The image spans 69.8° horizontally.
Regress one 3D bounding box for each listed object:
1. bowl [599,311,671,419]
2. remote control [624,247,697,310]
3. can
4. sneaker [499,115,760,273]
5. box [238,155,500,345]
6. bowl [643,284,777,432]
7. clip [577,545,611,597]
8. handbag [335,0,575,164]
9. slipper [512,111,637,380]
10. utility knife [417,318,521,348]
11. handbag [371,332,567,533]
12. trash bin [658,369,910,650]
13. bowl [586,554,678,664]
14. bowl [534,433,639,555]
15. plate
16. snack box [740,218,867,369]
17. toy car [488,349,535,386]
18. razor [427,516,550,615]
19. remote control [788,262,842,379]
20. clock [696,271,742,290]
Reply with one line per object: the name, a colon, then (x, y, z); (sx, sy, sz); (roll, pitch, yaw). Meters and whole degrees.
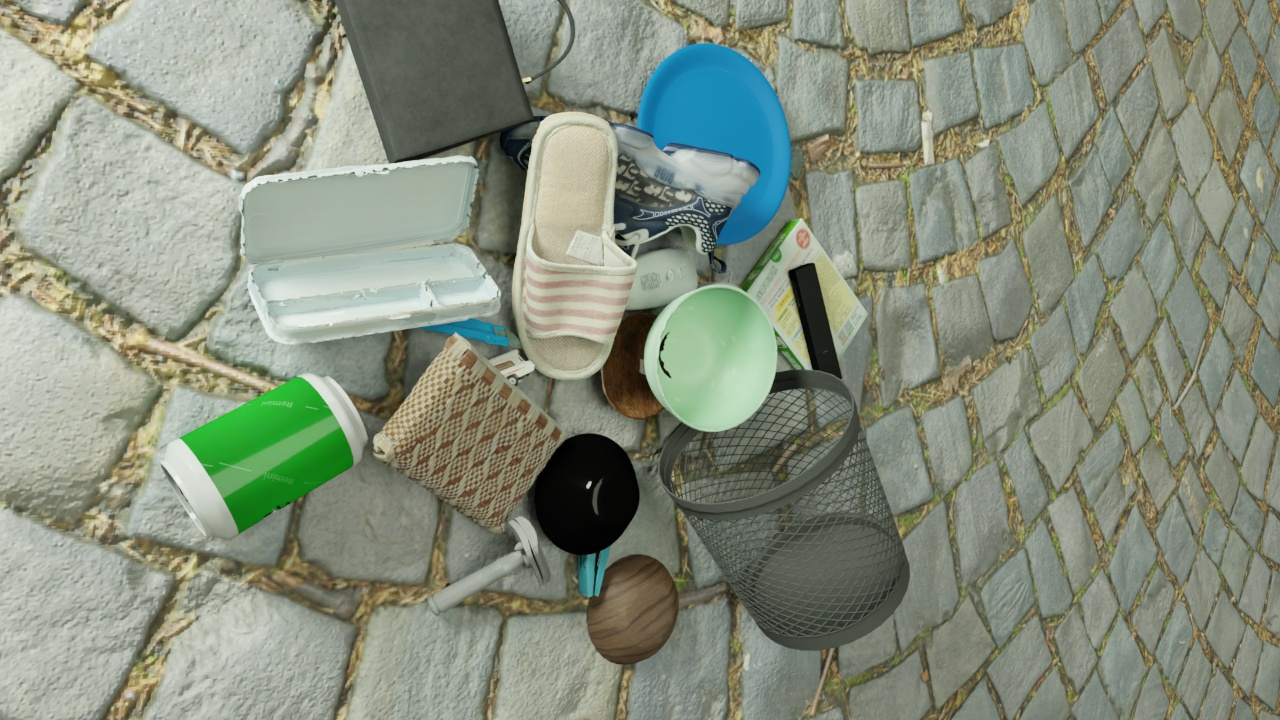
bowl: (-0.006, 0.006, 0.984); (0.102, 0.026, 0.114); (20, 79, -35)
remote control: (0.014, -0.087, 0.995); (0.114, 0.028, 0.060); (-23, 105, -36)
can: (-0.299, 0.075, 0.738); (0.139, 0.088, 0.088); (-33, 109, -31)
sneaker: (-0.015, -0.167, 0.929); (0.269, 0.103, 0.132); (9, 103, -22)
box: (-0.219, -0.088, 0.772); (0.210, 0.105, 0.129); (-17, 142, -31)
bowl: (0.063, -0.004, 0.963); (0.150, 0.077, 0.151); (-3, 96, -29)
clip: (-0.039, 0.173, 0.966); (0.120, 0.033, 0.122); (-32, 109, -35)
handbag: (-0.152, -0.286, 0.813); (0.195, 0.072, 0.176); (-19, 102, -16)
slipper: (-0.061, -0.099, 0.871); (0.115, 0.052, 0.263); (-2, 114, -14)
utility knife: (-0.209, -0.039, 0.838); (0.220, 0.031, 0.015); (10, 127, -32)
handbag: (-0.153, 0.071, 0.836); (0.124, 0.047, 0.186); (-54, 141, -12)
trash bin: (0.166, 0.166, 1.001); (0.217, 0.218, 0.227); (-42, 117, -28)
bowl: (0.001, 0.272, 0.990); (0.119, 0.032, 0.119); (-1, 91, -36)
bowl: (-0.039, 0.136, 0.918); (0.123, 0.053, 0.124); (1, 88, -35)
plate: (0.083, -0.243, 1.044); (0.224, 0.024, 0.224); (-1, 91, -35)
snack box: (0.203, -0.069, 1.132); (0.168, 0.027, 0.131); (49, 64, -25)
toy car: (-0.157, 0.022, 0.872); (0.112, 0.039, 0.039); (-22, 82, -33)
razor: (-0.146, 0.205, 0.871); (0.116, 0.047, 0.088); (-28, 148, -14)
remote control: (0.212, -0.042, 1.112); (0.034, 0.013, 0.150); (-22, 103, -32)
clock: (0.081, -0.035, 1.040); (0.094, 0.035, 0.122); (50, 64, -25)
